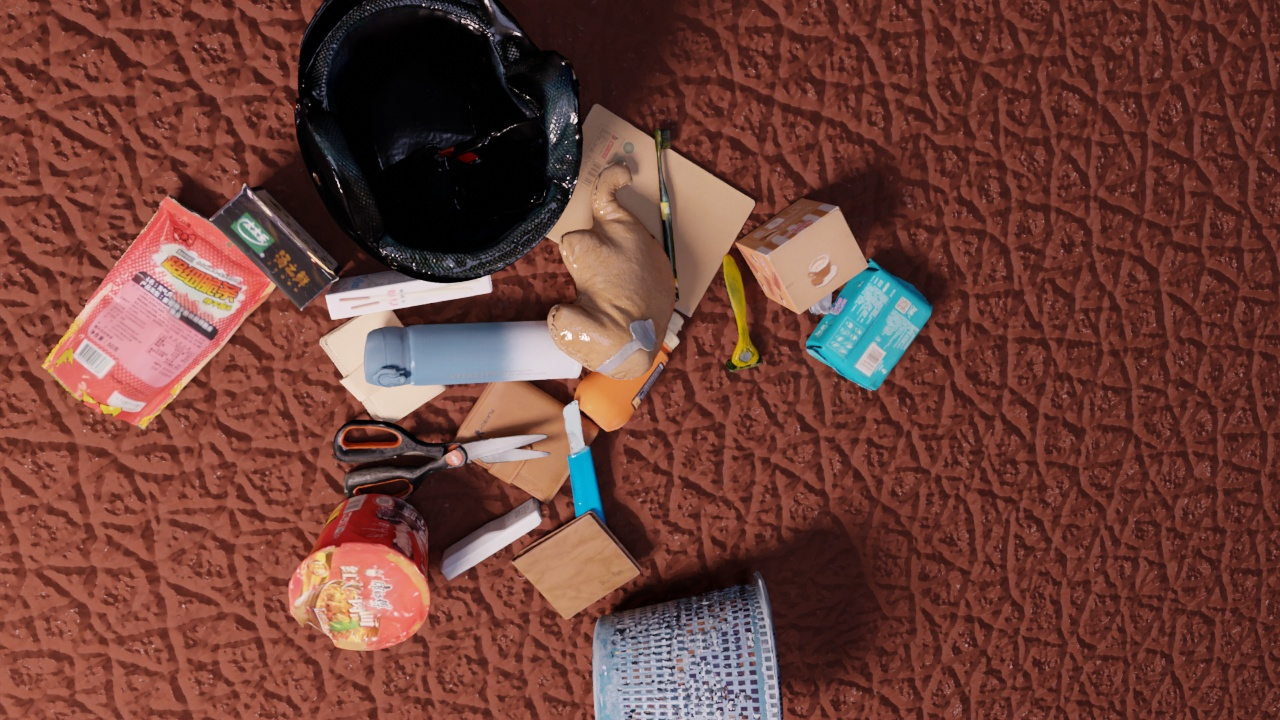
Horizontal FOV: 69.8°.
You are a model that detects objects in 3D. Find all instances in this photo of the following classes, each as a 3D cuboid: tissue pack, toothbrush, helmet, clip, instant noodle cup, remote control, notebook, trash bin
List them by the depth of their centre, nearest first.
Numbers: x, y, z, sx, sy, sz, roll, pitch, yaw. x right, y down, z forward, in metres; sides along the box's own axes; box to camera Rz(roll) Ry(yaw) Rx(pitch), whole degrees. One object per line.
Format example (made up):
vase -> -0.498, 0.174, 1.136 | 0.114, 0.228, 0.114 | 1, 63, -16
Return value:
helmet -> -0.185, -0.201, 0.826 | 0.233, 0.230, 0.274 | -18, 89, -19
instant noodle cup -> -0.279, 0.211, 0.950 | 0.138, 0.108, 0.138 | -2, 117, -4
toothbrush -> 0.031, -0.154, 0.984 | 0.017, 0.012, 0.186 | -11, 105, -21
notebook -> 0.004, -0.158, 0.989 | 0.207, 0.008, 0.148 | 28, 96, -17
remote control -> -0.165, 0.196, 1.014 | 0.125, 0.049, 0.024 | -31, 104, -4
trash bin -> 0.049, 0.356, 1.028 | 0.195, 0.226, 0.227 | -3, 104, 1
clip -> 0.209, -0.080, 1.048 | 0.024, 0.026, 0.056 | 8, 88, -16
tissue pack -> 0.262, -0.041, 1.050 | 0.093, 0.050, 0.133 | 35, 93, -16

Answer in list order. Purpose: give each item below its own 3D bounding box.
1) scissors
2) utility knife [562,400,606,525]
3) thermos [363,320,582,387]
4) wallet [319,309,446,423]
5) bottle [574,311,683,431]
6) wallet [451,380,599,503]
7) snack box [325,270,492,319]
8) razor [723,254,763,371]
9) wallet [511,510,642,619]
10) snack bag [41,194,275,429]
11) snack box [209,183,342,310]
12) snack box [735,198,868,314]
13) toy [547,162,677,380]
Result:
scissors -> -0.214, 0.090, 0.966 | 0.234, 0.021, 0.161 | -30, 107, 10
utility knife -> -0.062, 0.132, 1.015 | 0.034, 0.018, 0.203 | -10, 118, -5
thermos -> -0.170, -0.006, 0.942 | 0.220, 0.070, 0.070 | -4, 104, -19
wallet -> -0.271, 0.006, 0.960 | 0.087, 0.024, 0.115 | -33, 109, -2
bottle -> -0.006, 0.006, 1.001 | 0.067, 0.067, 0.149 | 43, 84, -18
wallet -> -0.127, 0.083, 1.006 | 0.132, 0.031, 0.108 | 34, 92, -16
snack box -> -0.229, -0.075, 0.917 | 0.156, 0.084, 0.027 | -11, 107, -9
razor -> 0.108, -0.053, 1.024 | 0.043, 0.028, 0.133 | -13, 108, -6
wallet -> -0.072, 0.233, 1.044 | 0.115, 0.020, 0.101 | -34, 109, 15
snack bag -> -0.464, -0.042, 0.889 | 0.128, 0.073, 0.208 | 39, 87, -22
snack box -> -0.338, -0.110, 0.864 | 0.053, 0.125, 0.113 | -42, 108, -1
snack box -> 0.173, -0.114, 0.989 | 0.092, 0.094, 0.077 | -34, 111, -3
toy -> -0.022, -0.090, 0.946 | 0.143, 0.083, 0.225 | 25, 61, -38
